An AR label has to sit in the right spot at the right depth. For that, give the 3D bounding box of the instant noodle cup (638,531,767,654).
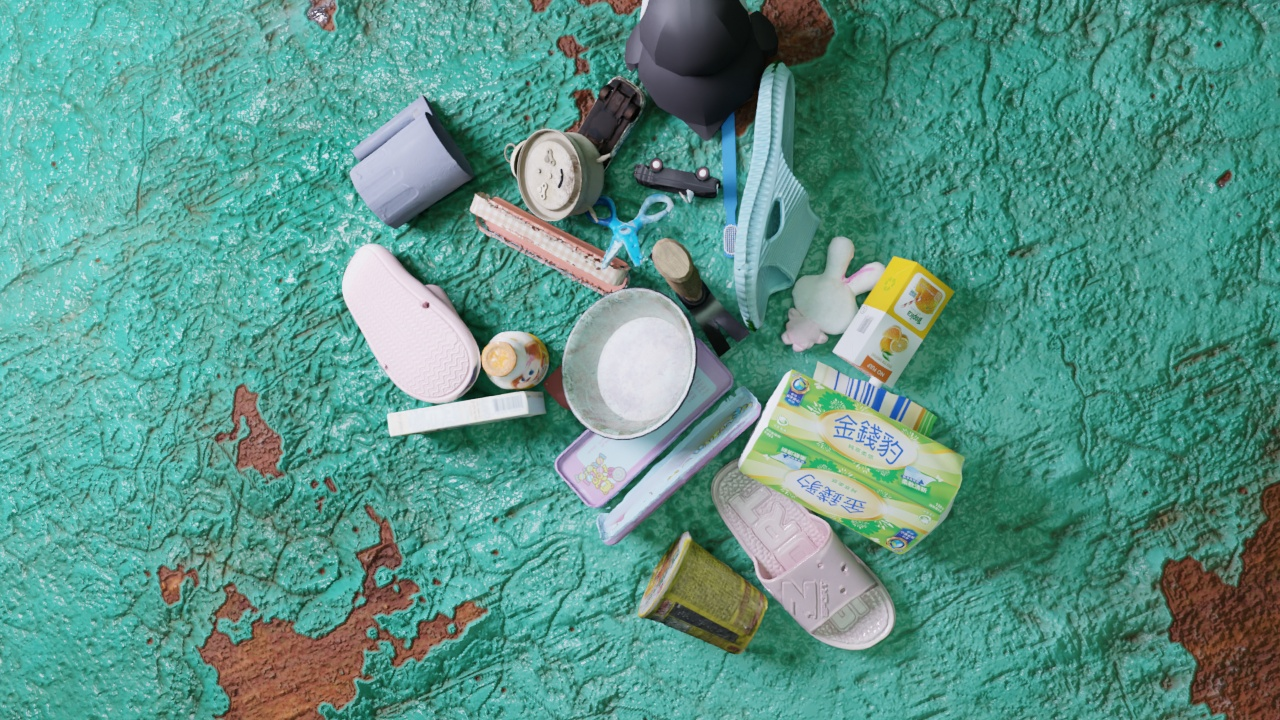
[{"bbox_3d":[0.067,0.244,0.942,0.108,0.102,0.102,31,93,-2],"label":"instant noodle cup"}]

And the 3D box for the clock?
[{"bbox_3d":[-0.093,-0.203,0.973,0.141,0.054,0.093,28,118,32],"label":"clock"}]

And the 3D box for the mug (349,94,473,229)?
[{"bbox_3d":[-0.254,-0.218,0.997,0.104,0.084,0.124,-34,62,7],"label":"mug"}]

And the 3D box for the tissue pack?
[{"bbox_3d":[0.218,0.078,0.922,0.197,0.121,0.141,31,56,0],"label":"tissue pack"}]

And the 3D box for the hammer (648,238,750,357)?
[{"bbox_3d":[0.044,-0.069,0.837,0.040,0.305,0.132,-38,85,5],"label":"hammer"}]

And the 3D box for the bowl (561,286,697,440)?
[{"bbox_3d":[-0.005,0.006,0.942,0.158,0.038,0.157,-7,76,28],"label":"bowl"}]

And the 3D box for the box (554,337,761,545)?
[{"bbox_3d":[0.020,0.087,0.961,0.214,0.062,0.140,-43,50,5],"label":"box"}]

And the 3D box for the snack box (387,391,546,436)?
[{"bbox_3d":[-0.182,0.057,0.976,0.150,0.082,0.026,-9,87,6],"label":"snack box"}]

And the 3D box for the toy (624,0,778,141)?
[{"bbox_3d":[0.056,-0.306,0.898,0.159,0.184,0.140,-3,88,8],"label":"toy"}]

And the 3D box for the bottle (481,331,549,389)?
[{"bbox_3d":[-0.134,0.000,0.957,0.063,0.109,0.063,0,89,6],"label":"bottle"}]

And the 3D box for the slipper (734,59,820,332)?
[{"bbox_3d":[0.142,-0.166,0.926,0.069,0.116,0.276,6,86,20],"label":"slipper"}]

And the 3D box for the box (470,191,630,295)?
[{"bbox_3d":[-0.098,-0.121,0.974,0.187,0.077,0.054,28,58,8],"label":"box"}]

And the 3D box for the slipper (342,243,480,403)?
[{"bbox_3d":[-0.248,-0.040,0.982,0.221,0.055,0.107,44,110,25],"label":"slipper"}]

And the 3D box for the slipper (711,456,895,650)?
[{"bbox_3d":[0.162,0.202,0.942,0.094,0.064,0.239,-41,83,5],"label":"slipper"}]

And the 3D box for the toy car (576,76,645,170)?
[{"bbox_3d":[-0.037,-0.249,0.986,0.048,0.040,0.113,39,111,6],"label":"toy car"}]

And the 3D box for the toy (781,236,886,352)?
[{"bbox_3d":[0.195,-0.062,0.953,0.076,0.037,0.125,35,96,-3],"label":"toy"}]

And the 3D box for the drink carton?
[{"bbox_3d":[0.255,-0.036,0.932,0.058,0.040,0.122,31,93,-25],"label":"drink carton"}]

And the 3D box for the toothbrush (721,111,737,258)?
[{"bbox_3d":[0.095,-0.193,0.979,0.016,0.014,0.166,-2,88,7],"label":"toothbrush"}]

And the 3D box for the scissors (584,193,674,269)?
[{"bbox_3d":[-0.026,-0.136,0.956,0.113,0.013,0.140,11,49,19],"label":"scissors"}]

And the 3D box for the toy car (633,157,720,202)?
[{"bbox_3d":[0.038,-0.188,0.972,0.092,0.040,0.037,11,90,5],"label":"toy car"}]

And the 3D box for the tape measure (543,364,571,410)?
[{"bbox_3d":[-0.069,0.024,0.993,0.059,0.019,0.051,-44,85,4],"label":"tape measure"}]
